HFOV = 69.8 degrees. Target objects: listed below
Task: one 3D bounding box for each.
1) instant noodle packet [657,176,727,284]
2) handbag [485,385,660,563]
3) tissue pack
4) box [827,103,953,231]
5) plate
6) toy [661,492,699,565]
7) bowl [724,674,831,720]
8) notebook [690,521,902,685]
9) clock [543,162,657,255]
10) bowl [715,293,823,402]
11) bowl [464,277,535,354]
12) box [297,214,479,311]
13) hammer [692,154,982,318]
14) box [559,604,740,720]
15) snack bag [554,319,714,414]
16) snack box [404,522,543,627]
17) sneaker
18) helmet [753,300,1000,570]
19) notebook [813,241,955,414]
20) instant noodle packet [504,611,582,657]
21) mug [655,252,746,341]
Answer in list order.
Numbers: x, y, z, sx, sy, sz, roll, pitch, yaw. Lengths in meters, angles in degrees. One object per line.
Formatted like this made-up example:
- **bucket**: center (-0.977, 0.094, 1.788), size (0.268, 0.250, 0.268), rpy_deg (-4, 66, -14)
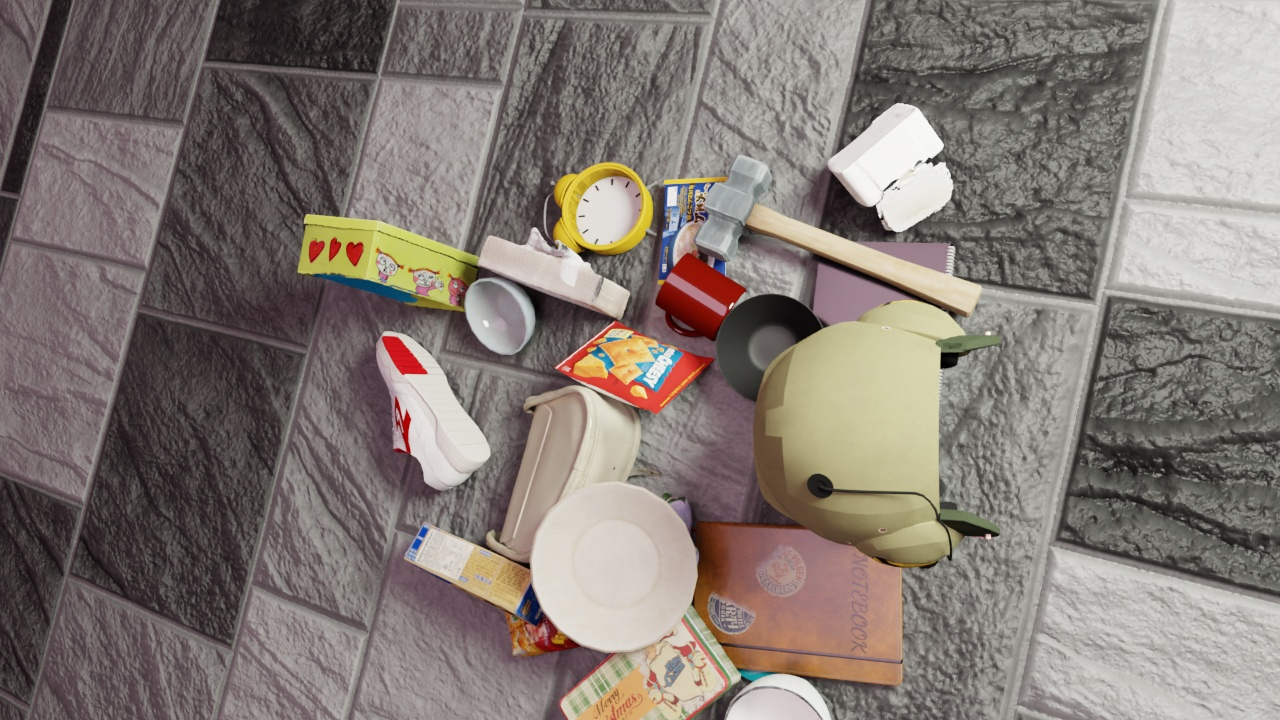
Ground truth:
- **instant noodle packet**: center (0.067, -0.160, 1.132), size (0.087, 0.026, 0.134), rpy_deg (1, 82, 19)
- **handbag**: center (-0.088, 0.148, 1.135), size (0.184, 0.131, 0.229), rpy_deg (11, 83, 50)
- **tissue pack**: center (-0.108, -0.114, 1.161), size (0.181, 0.103, 0.071), rpy_deg (25, 90, 26)
- **box**: center (0.292, -0.200, 1.018), size (0.110, 0.102, 0.130), rpy_deg (-42, 105, 13)
- **plate**: center (-0.029, 0.230, 1.031), size (0.189, 0.027, 0.188), rpy_deg (0, 88, 9)
- **toy**: center (0.044, 0.207, 1.070), size (0.080, 0.036, 0.099), rpy_deg (174, 99, -64)
- **bowl**: center (0.152, 0.388, 0.980), size (0.116, 0.065, 0.116), rpy_deg (3, 99, 20)
- **notebook**: center (0.165, 0.275, 1.030), size (0.250, 0.014, 0.178), rpy_deg (-2, 81, 23)
- **clock**: center (-0.055, -0.192, 1.179), size (0.152, 0.052, 0.113), rpy_deg (-3, 81, 19)
- **bowl**: center (0.152, -0.014, 1.053), size (0.124, 0.052, 0.124), rpy_deg (1, 93, 13)
- **bowl**: center (-0.178, -0.063, 1.203), size (0.106, 0.039, 0.106), rpy_deg (17, 122, 28)
- **box**: center (-0.321, -0.124, 1.191), size (0.124, 0.220, 0.082), rpy_deg (7, 84, 27)
- **hammer**: center (0.219, -0.126, 1.030), size (0.323, 0.051, 0.117), rpy_deg (26, 87, 22)
- **box**: center (0.008, 0.380, 1.053), size (0.206, 0.050, 0.117), rpy_deg (-44, 64, 18)
- **snack bag**: center (-0.007, 0.007, 1.099), size (0.144, 0.130, 0.039), rpy_deg (23, 130, 25)
- **snack box**: center (-0.202, 0.265, 1.145), size (0.207, 0.057, 0.056), rpy_deg (14, 68, 36)
- **sneaker**: center (-0.305, 0.073, 1.234), size (0.104, 0.090, 0.236), rpy_deg (-44, 72, 18)
- **helmet**: center (0.223, 0.071, 0.891), size (0.233, 0.255, 0.250), rpy_deg (0, 81, 20)
- **notebook**: center (0.266, -0.031, 1.032), size (0.149, 0.016, 0.206), rpy_deg (5, 84, 25)
- **instant noodle packet**: center (-0.110, 0.309, 1.133), size (0.136, 0.039, 0.098), rpy_deg (-18, 68, 21)
- **mug**: center (0.067, -0.064, 1.093), size (0.082, 0.073, 0.106), rpy_deg (33, 137, 8)
